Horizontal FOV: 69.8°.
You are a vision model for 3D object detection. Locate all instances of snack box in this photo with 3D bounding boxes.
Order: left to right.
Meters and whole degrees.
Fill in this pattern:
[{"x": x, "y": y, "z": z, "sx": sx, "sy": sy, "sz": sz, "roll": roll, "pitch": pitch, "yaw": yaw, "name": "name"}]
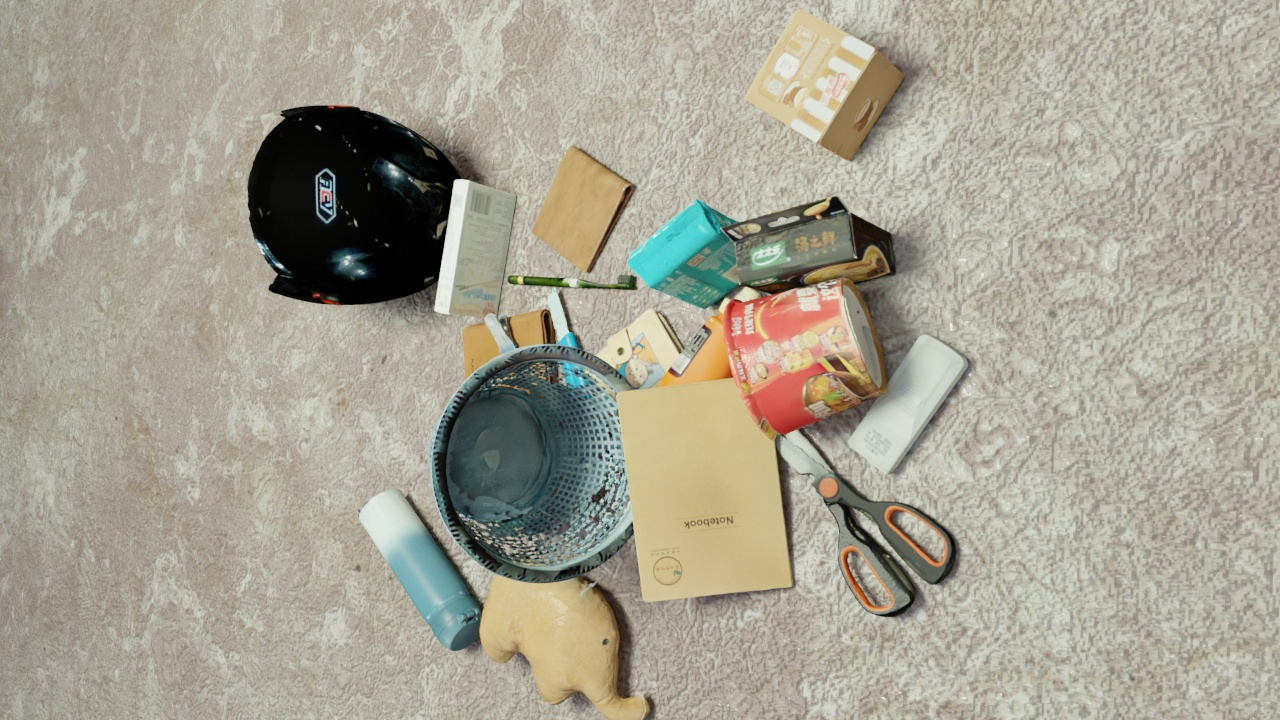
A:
[{"x": -0.196, "y": -0.130, "z": 1.095, "sx": 0.027, "sy": 0.084, "sz": 0.157, "roll": 13, "pitch": 94, "yaw": 33, "name": "snack box"}, {"x": 0.152, "y": -0.097, "z": 0.825, "sx": 0.113, "sy": 0.125, "sz": 0.053, "roll": -12, "pitch": 81, "yaw": 34, "name": "snack box"}, {"x": 0.171, "y": -0.254, "z": 0.851, "sx": 0.094, "sy": 0.077, "sz": 0.093, "roll": 42, "pitch": 110, "yaw": 30, "name": "snack box"}]

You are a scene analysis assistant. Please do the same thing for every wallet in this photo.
[{"x": -0.158, "y": 0.001, "z": 1.096, "sx": 0.132, "sy": 0.031, "sz": 0.107, "roll": -9, "pitch": 81, "yaw": 35, "name": "wallet"}, {"x": -0.069, "y": -0.173, "z": 1.050, "sx": 0.101, "sy": 0.020, "sz": 0.115, "roll": 40, "pitch": 112, "yaw": 29, "name": "wallet"}, {"x": -0.006, "y": 0.006, "z": 0.994, "sx": 0.115, "sy": 0.024, "sz": 0.087, "roll": -40, "pitch": 71, "yaw": 27, "name": "wallet"}]

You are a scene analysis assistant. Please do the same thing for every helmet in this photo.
[{"x": -0.334, "y": -0.180, "z": 1.089, "sx": 0.230, "sy": 0.274, "sz": 0.233, "roll": 5, "pitch": 95, "yaw": 9, "name": "helmet"}]

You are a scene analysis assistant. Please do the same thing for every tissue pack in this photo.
[{"x": 0.057, "y": -0.102, "z": 0.888, "sx": 0.093, "sy": 0.133, "sz": 0.050, "roll": -37, "pitch": 63, "yaw": 24, "name": "tissue pack"}]

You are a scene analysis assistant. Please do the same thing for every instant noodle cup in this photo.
[{"x": 0.151, "y": -0.009, "z": 0.823, "sx": 0.109, "sy": 0.137, "sz": 0.137, "roll": -20, "pitch": 76, "yaw": 24, "name": "instant noodle cup"}]

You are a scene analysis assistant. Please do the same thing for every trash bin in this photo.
[{"x": -0.125, "y": 0.100, "z": 0.953, "sx": 0.195, "sy": 0.226, "sz": 0.226, "roll": 176, "pitch": 96, "yaw": -64, "name": "trash bin"}]

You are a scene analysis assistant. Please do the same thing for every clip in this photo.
[{"x": -0.161, "y": -0.030, "z": 1.072, "sx": 0.024, "sy": 0.026, "sz": 0.056, "roll": -28, "pitch": 76, "yaw": 31, "name": "clip"}]

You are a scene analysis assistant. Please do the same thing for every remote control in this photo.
[{"x": 0.238, "y": 0.038, "z": 0.820, "sx": 0.049, "sy": 0.024, "sz": 0.125, "roll": 40, "pitch": 110, "yaw": 30, "name": "remote control"}]

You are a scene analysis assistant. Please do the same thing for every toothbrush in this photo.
[{"x": -0.082, "y": -0.093, "z": 1.058, "sx": 0.186, "sy": 0.012, "sz": 0.017, "roll": 6, "pitch": 85, "yaw": 35, "name": "toothbrush"}]

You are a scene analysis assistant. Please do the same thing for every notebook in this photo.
[{"x": 0.062, "y": 0.124, "z": 0.888, "sx": 0.148, "sy": 0.008, "sz": 0.207, "roll": -7, "pitch": 91, "yaw": 5, "name": "notebook"}]

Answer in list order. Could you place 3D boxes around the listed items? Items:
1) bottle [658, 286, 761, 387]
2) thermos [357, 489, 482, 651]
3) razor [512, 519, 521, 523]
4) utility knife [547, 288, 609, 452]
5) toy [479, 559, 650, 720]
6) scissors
[{"x": 0.075, "y": -0.008, "z": 0.917, "sx": 0.067, "sy": 0.066, "sz": 0.149, "roll": 36, "pitch": 101, "yaw": 31, "name": "bottle"}, {"x": -0.272, "y": 0.259, "z": 1.139, "sx": 0.220, "sy": 0.070, "sz": 0.070, "roll": 48, "pitch": 113, "yaw": 27, "name": "thermos"}, {"x": -0.166, "y": 0.138, "z": 1.093, "sx": 0.043, "sy": 0.028, "sz": 0.132, "roll": -24, "pitch": 68, "yaw": -1, "name": "razor"}, {"x": -0.074, "y": 0.012, "z": 1.041, "sx": 0.034, "sy": 0.018, "sz": 0.203, "roll": -27, "pitch": 74, "yaw": 33, "name": "utility knife"}, {"x": -0.081, "y": 0.304, "z": 0.999, "sx": 0.226, "sy": 0.082, "sz": 0.143, "roll": 26, "pitch": 107, "yaw": 30, "name": "toy"}, {"x": 0.198, "y": 0.120, "z": 0.850, "sx": 0.161, "sy": 0.021, "sz": 0.233, "roll": -24, "pitch": 70, "yaw": 25, "name": "scissors"}]
